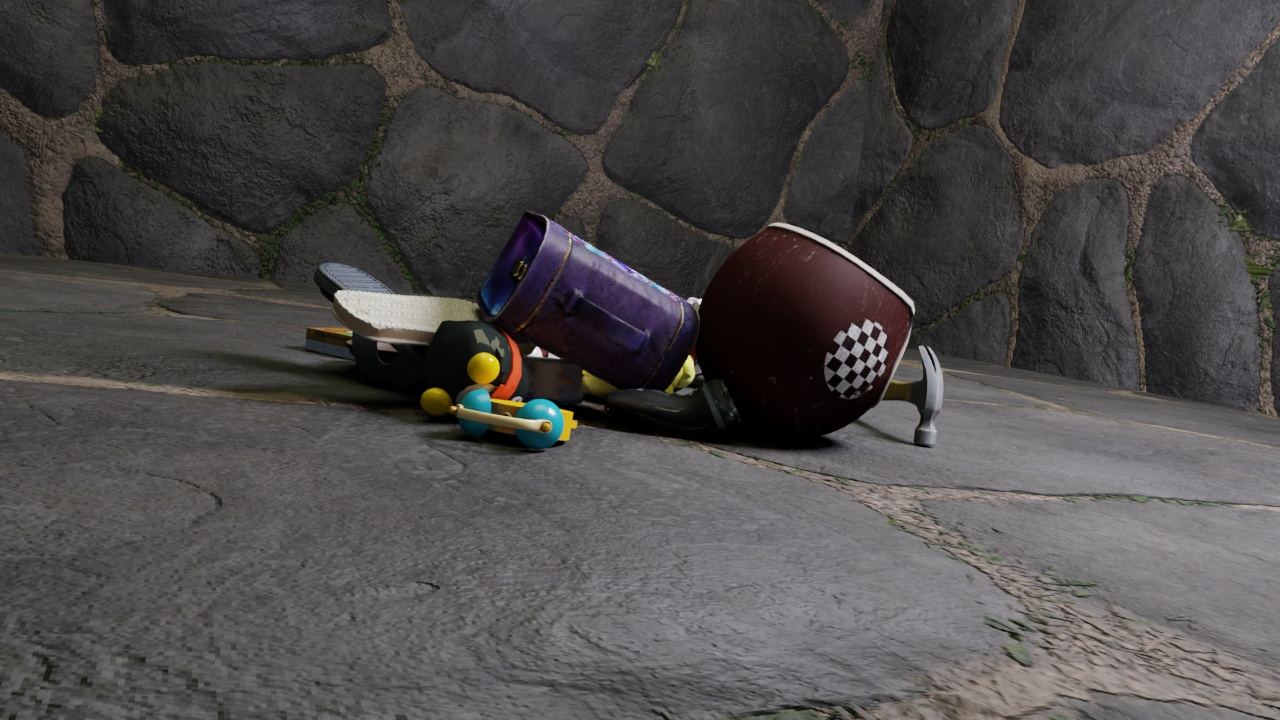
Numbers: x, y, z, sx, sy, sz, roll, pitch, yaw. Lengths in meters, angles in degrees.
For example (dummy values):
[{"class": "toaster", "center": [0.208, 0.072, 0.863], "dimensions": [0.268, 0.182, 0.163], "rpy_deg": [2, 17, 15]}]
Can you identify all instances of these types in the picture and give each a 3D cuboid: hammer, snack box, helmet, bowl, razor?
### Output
[{"class": "hammer", "center": [0.312, 0.037, 1.241], "dimensions": [0.025, 0.118, 0.333], "rpy_deg": [8, 0, -13]}, {"class": "snack box", "center": [-0.375, -0.025, 1.326], "dimensions": [0.101, 0.031, 0.185], "rpy_deg": [10, 6, 28]}, {"class": "helmet", "center": [0.180, -0.041, 1.032], "dimensions": [0.233, 0.253, 0.233], "rpy_deg": [33, -1, -44]}, {"class": "bowl", "center": [-0.314, -0.003, 1.170], "dimensions": [0.119, 0.032, 0.119], "rpy_deg": [7, 6, -1]}, {"class": "razor", "center": [0.033, 0.045, 0.956], "dimensions": [0.140, 0.064, 0.053], "rpy_deg": [8, 5, 2]}]

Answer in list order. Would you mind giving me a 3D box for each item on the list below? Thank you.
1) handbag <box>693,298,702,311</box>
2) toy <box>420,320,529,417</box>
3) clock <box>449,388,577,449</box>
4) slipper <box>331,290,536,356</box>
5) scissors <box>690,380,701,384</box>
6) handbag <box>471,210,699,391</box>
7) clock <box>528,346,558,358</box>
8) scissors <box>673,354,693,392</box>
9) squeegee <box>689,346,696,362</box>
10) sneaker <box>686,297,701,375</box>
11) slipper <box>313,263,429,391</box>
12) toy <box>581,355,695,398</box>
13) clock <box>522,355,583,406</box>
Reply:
[{"class": "handbag", "center": [0.163, -0.024, 1.404], "dimensions": [0.195, 0.072, 0.138], "rpy_deg": [39, 18, 20]}, {"class": "toy", "center": [-0.156, 0.014, 0.914], "dimensions": [0.119, 0.098, 0.099], "rpy_deg": [36, 26, -49]}, {"class": "clock", "center": [-0.109, 0.053, 0.827], "dimensions": [0.099, 0.043, 0.129], "rpy_deg": [9, -1, 17]}, {"class": "slipper", "center": [-0.217, -0.030, 0.987], "dimensions": [0.115, 0.052, 0.262], "rpy_deg": [35, 16, 31]}, {"class": "scissors", "center": [0.052, 0.031, 1.390], "dimensions": [0.165, 0.014, 0.141], "rpy_deg": [4, -2, 16]}, {"class": "handbag", "center": [-0.060, -0.058, 0.993], "dimensions": [0.204, 0.125, 0.222], "rpy_deg": [29, 5, -28]}, {"class": "clock", "center": [-0.163, -0.009, 1.367], "dimensions": [0.087, 0.044, 0.125], "rpy_deg": [2, 7, -43]}, {"class": "scissors", "center": [0.001, 0.019, 1.327], "dimensions": [0.163, 0.013, 0.153], "rpy_deg": [-18, 33, -16]}, {"class": "squeegee", "center": [0.071, -0.014, 1.442], "dimensions": [0.249, 0.055, 0.184], "rpy_deg": [41, 28, 8]}, {"class": "sneaker", "center": [0.068, -0.042, 1.560], "dimensions": [0.097, 0.129, 0.262], "rpy_deg": [7, 9, 29]}, {"class": "slipper", "center": [-0.293, -0.020, 1.071], "dimensions": [0.263, 0.083, 0.101], "rpy_deg": [37, 20, 25]}, {"class": "toy", "center": [-0.007, 0.007, 1.198], "dimensions": [0.149, 0.084, 0.213], "rpy_deg": [0, 5, 14]}, {"class": "clock", "center": [-0.112, 0.023, 1.085], "dimensions": [0.089, 0.052, 0.125], "rpy_deg": [5, 3, -8]}]
